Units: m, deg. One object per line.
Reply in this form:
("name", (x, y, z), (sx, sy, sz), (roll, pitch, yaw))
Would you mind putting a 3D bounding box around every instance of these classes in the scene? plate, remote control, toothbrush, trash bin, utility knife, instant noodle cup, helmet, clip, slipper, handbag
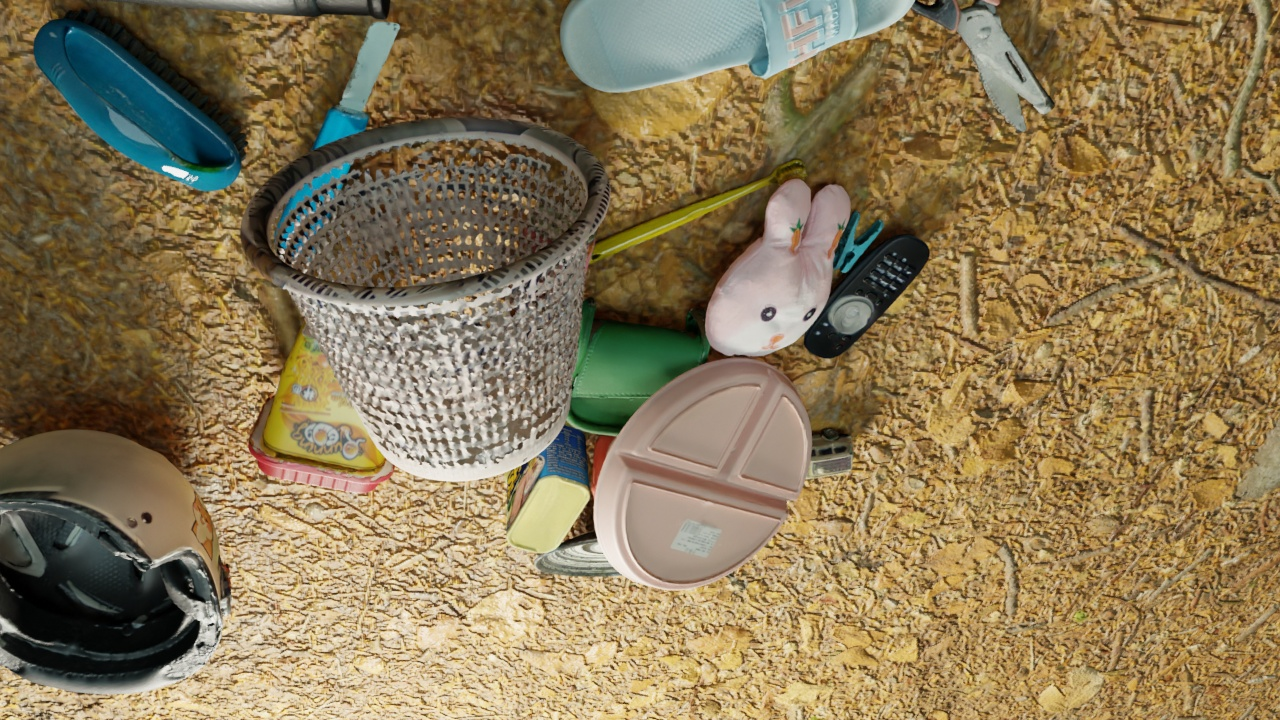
("plate", (-0.017, 0.188, 0.918), (0.179, 0.024, 0.180), (-5, 156, -2))
("remote control", (0.193, -0.057, 0.796), (0.053, 0.024, 0.137), (24, 121, -26))
("toothbrush", (0.043, -0.117, 0.737), (0.190, 0.016, 0.016), (-21, 126, 9))
("trash bin", (-0.129, -0.032, 0.630), (0.227, 0.227, 0.192), (-5, 129, -3))
("utility knife", (-0.219, -0.153, 0.661), (0.034, 0.018, 0.217), (25, 128, -19))
("instant noodle cup", (-0.249, 0.027, 0.758), (0.116, 0.116, 0.124), (14, 112, -16))
("helmet", (-0.475, 0.160, 0.795), (0.230, 0.156, 0.275), (-6, 138, -4))
("clip", (0.180, -0.098, 0.771), (0.038, 0.013, 0.056), (15, 124, -17))
("plate", (0.064, 0.107, 0.810), (0.229, 0.028, 0.230), (-16, 121, -28))
("slipper", (0.064, -0.238, 0.612), (0.245, 0.074, 0.104), (-14, 127, 8))
("handbag", (-0.005, 0.005, 0.798), (0.131, 0.068, 0.120), (8, 117, -11))

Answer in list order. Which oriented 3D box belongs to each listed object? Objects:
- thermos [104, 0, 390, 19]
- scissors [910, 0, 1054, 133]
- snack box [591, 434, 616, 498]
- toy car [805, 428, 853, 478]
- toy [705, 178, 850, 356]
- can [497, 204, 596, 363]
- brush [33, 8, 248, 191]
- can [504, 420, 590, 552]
("thermos", (-0.281, -0.264, 0.565), (0.242, 0.068, 0.090), (1, 98, -10))
("scissors", (0.248, -0.258, 0.658), (0.202, 0.015, 0.205), (5, 126, -11))
("snack box", (-0.002, 0.110, 0.859), (0.080, 0.091, 0.082), (-7, 126, 6))
("toy car", (0.164, 0.095, 0.901), (0.090, 0.035, 0.042), (-7, 125, 2))
("toy", (0.114, -0.071, 0.749), (0.121, 0.054, 0.160), (-4, 126, -39))
("can", (-0.081, -0.050, 0.747), (0.058, 0.057, 0.148), (11, 124, -15))
("brush", (-0.337, -0.167, 0.618), (0.055, 0.073, 0.144), (-33, 124, 22))
("can", (-0.087, 0.116, 0.854), (0.057, 0.083, 0.102), (19, 122, -20))
